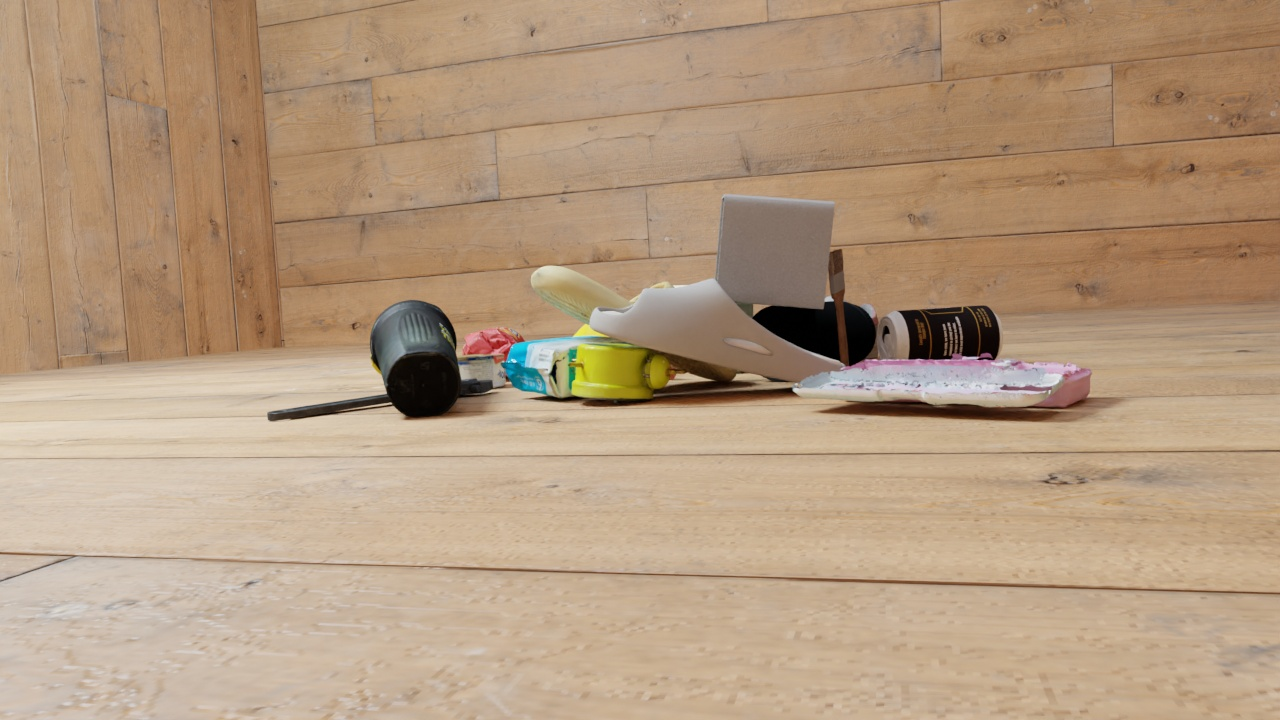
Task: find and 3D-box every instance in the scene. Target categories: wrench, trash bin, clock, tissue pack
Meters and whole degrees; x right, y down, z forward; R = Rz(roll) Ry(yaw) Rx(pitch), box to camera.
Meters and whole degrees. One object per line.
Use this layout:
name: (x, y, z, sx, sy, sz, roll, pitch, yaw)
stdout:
wrench: (-0.277, 0.041, 1.012, 0.073, 0.018, 0.272, 2, 7, 43)
trash bin: (0.150, -0.132, 1.079, 0.114, 0.114, 0.228, 5, 9, 4)
clock: (-0.013, 0.013, 0.916, 0.119, 0.057, 0.083, 3, 3, -3)
tissue pack: (-0.067, 0.007, 1.003, 0.144, 0.062, 0.093, -8, 9, -39)

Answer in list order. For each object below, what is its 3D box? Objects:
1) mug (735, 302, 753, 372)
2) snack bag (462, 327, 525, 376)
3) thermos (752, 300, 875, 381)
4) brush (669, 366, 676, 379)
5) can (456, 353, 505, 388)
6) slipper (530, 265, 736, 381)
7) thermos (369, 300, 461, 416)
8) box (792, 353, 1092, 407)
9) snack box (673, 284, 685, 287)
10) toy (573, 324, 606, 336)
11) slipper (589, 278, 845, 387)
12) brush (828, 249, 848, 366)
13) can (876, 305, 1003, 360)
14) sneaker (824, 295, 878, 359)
mug: (0.094, -0.036, 1.203, 0.111, 0.104, 0.084, 0, 5, 26)
snack bag: (-0.209, -0.012, 1.315, 0.082, 0.082, 0.176, -3, 3, -2)
thermos: (0.214, -0.027, 1.102, 0.086, 0.086, 0.198, 0, 5, 39)
brush: (-0.007, 0.007, 1.190, 0.030, 0.041, 0.172, -24, 15, -24)
can: (-0.216, 0.014, 1.172, 0.086, 0.043, 0.086, -3, 3, 0)
slipper: (0.006, -0.056, 1.015, 0.261, 0.079, 0.111, 26, -7, -19)
thermos: (-0.237, -0.003, 0.969, 0.098, 0.098, 0.221, -4, 16, -16)
box: (0.244, 0.020, 0.748, 0.202, 0.037, 0.152, 0, 8, 41)
snack box: (0.104, -0.057, 1.391, 0.143, 0.041, 0.147, 2, -34, 45)
toy: (-0.024, -0.032, 1.402, 0.134, 0.087, 0.194, -11, 9, -41)
slipper: (0.086, -0.036, 0.909, 0.266, 0.081, 0.113, 14, 9, -6)
brush: (0.225, -0.052, 1.034, 0.008, 0.143, 0.045, -3, 12, 27)
can: (0.349, -0.026, 1.069, 0.128, 0.072, 0.072, -4, 4, -7)
sneaker: (0.244, -0.044, 1.261, 0.235, 0.089, 0.099, -6, 11, -41)
